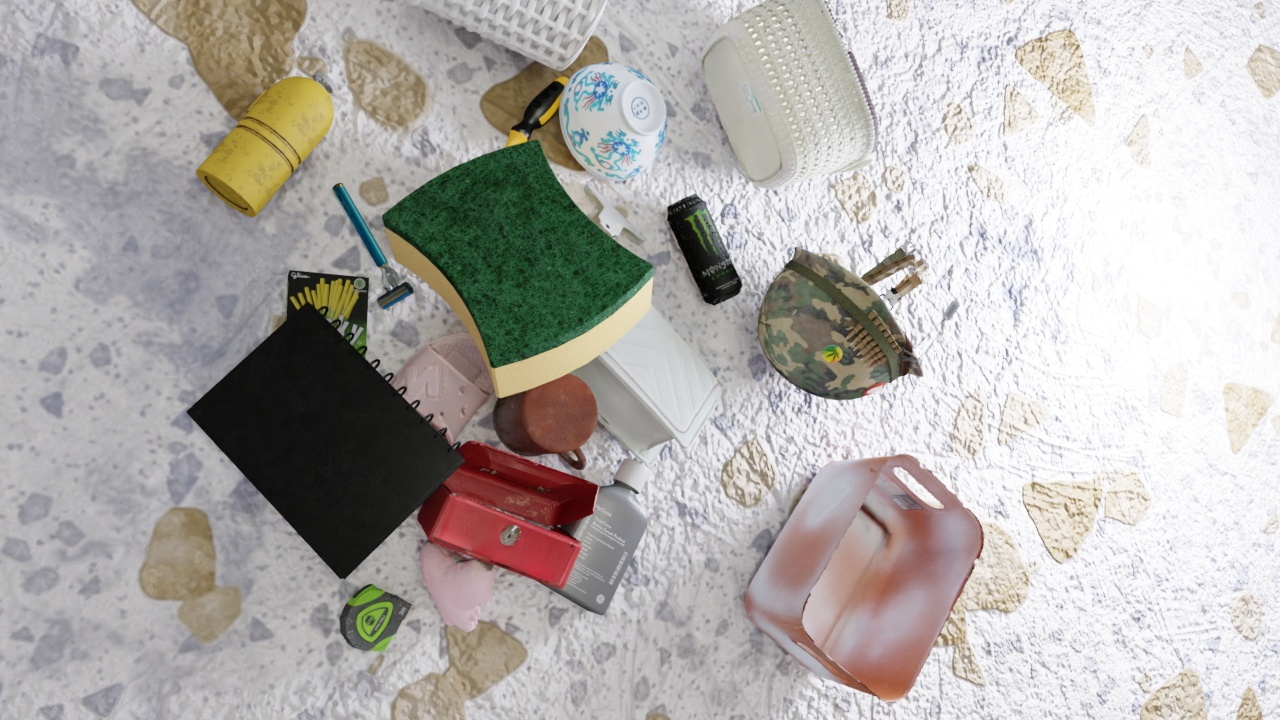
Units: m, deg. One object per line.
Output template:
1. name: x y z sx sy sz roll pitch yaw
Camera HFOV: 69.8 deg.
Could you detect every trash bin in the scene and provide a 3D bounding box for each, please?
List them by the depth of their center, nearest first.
1. trash bin: 0.269 0.261 1.137 0.181 0.158 0.259 41 68 -15

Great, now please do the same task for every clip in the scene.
1. clip: -0.038 -0.168 1.118 0.101 0.040 0.054 43 56 -13

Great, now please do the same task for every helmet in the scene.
1. helmet: 0.272 -0.058 1.152 0.224 0.192 0.236 32 98 -4

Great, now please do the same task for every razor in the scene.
1. razor: -0.296 -0.128 1.001 0.042 0.022 0.144 -27 92 11

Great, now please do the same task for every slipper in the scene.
1. slipper: -0.238 0.060 0.979 0.094 0.064 0.238 44 70 -14

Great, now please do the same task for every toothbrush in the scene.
1. toothbrush: -0.141 -0.267 1.080 0.196 0.031 0.031 -55 148 -21

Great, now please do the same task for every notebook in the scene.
1. notebook: -0.307 0.072 0.906 0.231 0.019 0.169 43 81 9

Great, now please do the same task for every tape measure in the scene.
1. tape measure: -0.280 0.267 0.950 0.058 0.036 0.065 42 65 -25

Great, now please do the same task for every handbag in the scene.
1. handbag: -0.006 0.006 1.075 0.198 0.096 0.141 48 45 -11

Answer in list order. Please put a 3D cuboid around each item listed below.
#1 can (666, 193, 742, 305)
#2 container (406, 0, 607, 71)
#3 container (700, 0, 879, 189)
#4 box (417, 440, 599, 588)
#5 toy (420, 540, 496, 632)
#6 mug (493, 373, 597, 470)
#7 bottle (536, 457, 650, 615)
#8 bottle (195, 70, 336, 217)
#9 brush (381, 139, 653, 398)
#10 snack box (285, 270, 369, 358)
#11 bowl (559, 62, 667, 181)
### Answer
1. can: 0.080 -0.139 1.154 0.053 0.054 0.137 -27 95 -25
2. container: -0.138 -0.447 1.018 0.186 0.190 0.189 19 76 -23
3. container: 0.185 -0.339 1.164 0.143 0.185 0.251 -26 95 -16
4. box: -0.146 0.169 0.973 0.157 0.136 0.117 22 69 -19
5. toy: -0.193 0.243 0.975 0.052 0.099 0.096 -25 121 -55
6. mug: -0.096 0.073 1.020 0.096 0.110 0.123 -42 101 -18
7. bottle: -0.043 0.195 1.061 0.083 0.046 0.173 35 71 -17
8. bottle: -0.376 -0.233 0.948 0.071 0.071 0.163 38 70 -16
9. brush: -0.129 -0.103 0.974 0.194 0.075 0.250 -32 65 -19
10. snack box: -0.332 -0.017 0.966 0.080 0.025 0.147 4 82 -24
11. bowl: -0.017 -0.295 1.103 0.143 0.074 0.144 2 86 -36
